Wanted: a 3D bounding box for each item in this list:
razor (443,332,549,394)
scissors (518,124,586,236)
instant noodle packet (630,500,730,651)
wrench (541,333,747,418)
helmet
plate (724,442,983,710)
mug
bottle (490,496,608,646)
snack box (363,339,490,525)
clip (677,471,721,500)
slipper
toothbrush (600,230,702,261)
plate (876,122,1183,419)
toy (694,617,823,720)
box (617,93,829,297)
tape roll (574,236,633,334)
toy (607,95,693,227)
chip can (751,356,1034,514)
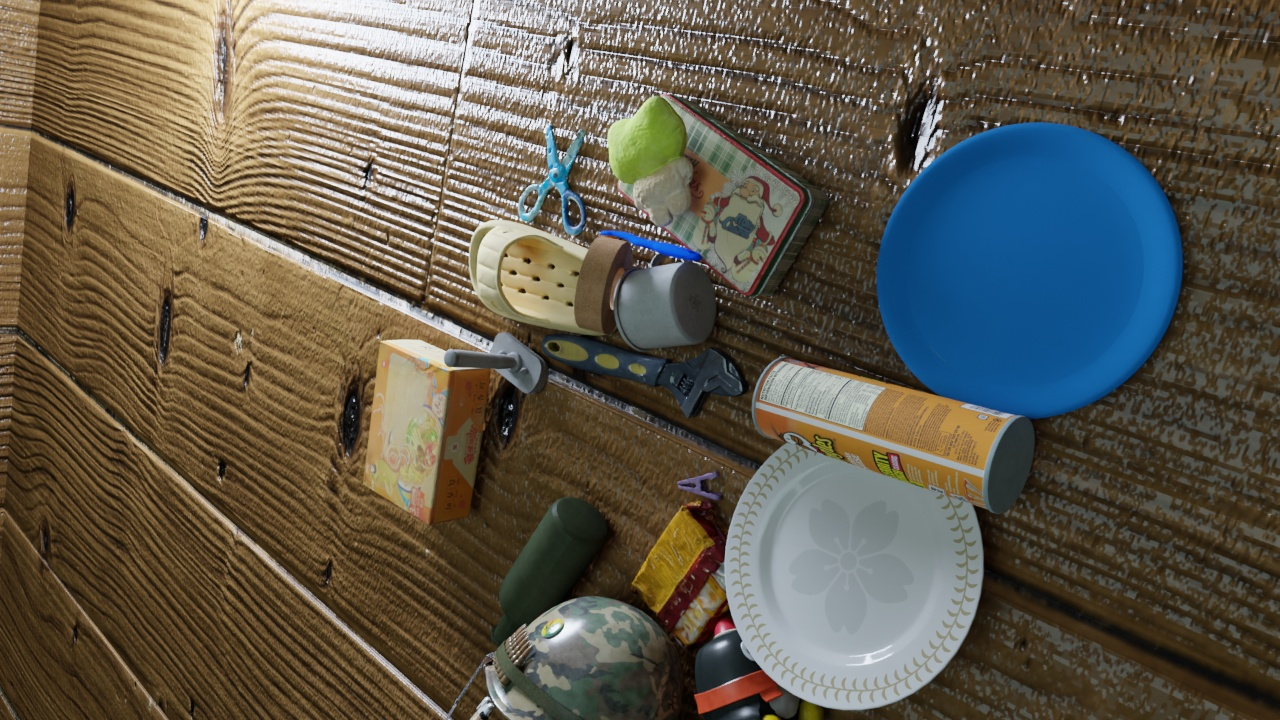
[{"bbox_3d":[-0.174,0.000,1.044,0.088,0.116,0.047,34,108,34],"label":"razor"},{"bbox_3d":[-0.090,-0.196,1.035,0.134,0.012,0.134,51,120,27],"label":"scissors"},{"bbox_3d":[0.053,0.214,0.911,0.098,0.039,0.136,44,122,27],"label":"instant noodle packet"},{"bbox_3d":[-0.006,0.005,0.963,0.274,0.022,0.073,14,100,39],"label":"wrench"},{"bbox_3d":[-0.070,0.351,0.915,0.225,0.192,0.235,0,54,53],"label":"helmet"},{"bbox_3d":[0.176,0.171,0.787,0.243,0.016,0.242,-18,62,37],"label":"plate"},{"bbox_3d":[0.029,-0.065,0.902,0.071,0.084,0.113,-5,56,38],"label":"mug"},{"bbox_3d":[-0.112,0.247,1.031,0.071,0.071,0.207,48,120,28],"label":"bottle"},{"bbox_3d":[-0.262,0.085,1.145,0.145,0.080,0.195,19,104,38],"label":"snack box"},{"bbox_3d":[0.062,0.128,0.918,0.050,0.014,0.046,-38,71,31],"label":"clip"},{"bbox_3d":[-0.125,-0.089,1.026,0.262,0.079,0.111,20,107,37],"label":"slipper"},{"bbox_3d":[0.007,-0.114,0.922,0.183,0.016,0.018,25,116,55],"label":"toothbrush"},{"bbox_3d":[0.291,-0.067,0.708,0.225,0.024,0.224,2,93,40],"label":"plate"},{"bbox_3d":[0.095,0.296,0.844,0.100,0.097,0.119,-37,66,39],"label":"toy"},{"bbox_3d":[0.072,-0.159,0.875,0.205,0.050,0.118,46,118,30],"label":"box"},{"bbox_3d":[-0.036,-0.074,0.907,0.027,0.093,0.094,14,102,13],"label":"tape roll"},{"bbox_3d":[0.013,-0.184,0.865,0.092,0.046,0.115,-25,83,41],"label":"toy"},{"bbox_3d":[0.198,0.055,0.747,0.215,0.075,0.075,17,102,44],"label":"chip can"}]
